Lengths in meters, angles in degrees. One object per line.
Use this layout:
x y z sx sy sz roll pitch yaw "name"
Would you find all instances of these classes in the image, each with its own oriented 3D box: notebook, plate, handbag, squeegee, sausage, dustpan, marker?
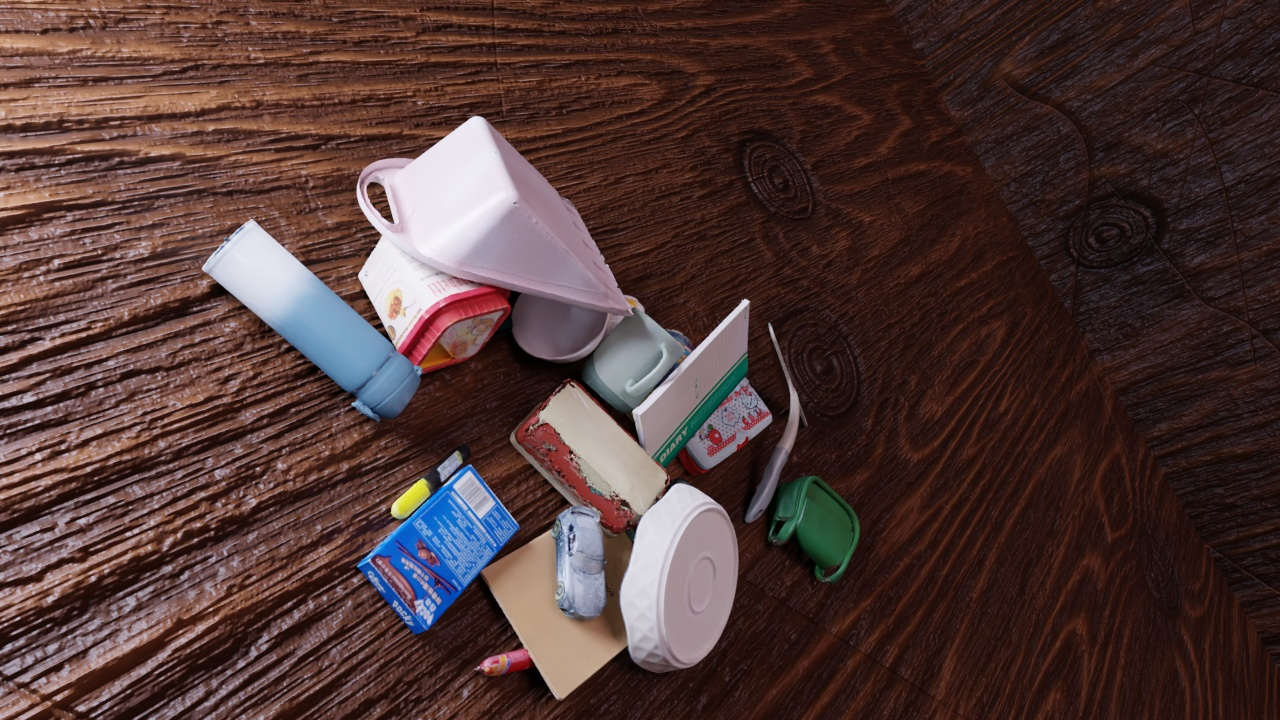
0.068 0.038 1.119 0.012 0.151 0.208 31 61 27 "notebook"
0.051 0.243 1.011 0.204 0.046 0.205 -8 100 -56 "plate"
0.238 0.234 1.284 0.131 0.068 0.119 44 48 -21 "handbag"
0.194 0.118 1.283 0.246 0.039 0.245 61 42 -48 "squeegee"
-0.100 0.291 0.908 0.155 0.020 0.020 2 65 -47 "sausage"
-0.061 0.243 0.969 0.207 0.008 0.148 -21 75 -54 "notebook"
-0.162 -0.141 1.000 0.273 0.139 0.222 44 14 -44 "dustpan"
-0.206 0.118 0.911 0.018 0.015 0.123 54 35 -8 "marker"

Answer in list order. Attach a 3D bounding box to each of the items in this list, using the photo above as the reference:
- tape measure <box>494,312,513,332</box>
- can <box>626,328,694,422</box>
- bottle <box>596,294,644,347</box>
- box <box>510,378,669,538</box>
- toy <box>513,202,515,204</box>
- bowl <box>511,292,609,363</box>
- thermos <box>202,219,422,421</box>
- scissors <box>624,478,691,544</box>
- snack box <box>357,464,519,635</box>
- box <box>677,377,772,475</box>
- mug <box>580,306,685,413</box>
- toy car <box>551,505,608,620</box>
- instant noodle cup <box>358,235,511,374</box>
-0.175 -0.057 1.046 0.058 0.025 0.054 -3 67 -45 "tape measure"
0.025 0.022 1.175 0.075 0.076 0.110 38 42 -24 "can"
-0.028 -0.027 1.160 0.063 0.063 0.108 18 68 -40 "bottle"
-0.051 0.107 1.019 0.168 0.080 0.091 45 40 -6 "box"
-0.189 -0.153 1.076 0.105 0.066 0.156 20 39 20 "toy"
-0.088 -0.040 1.088 0.065 0.118 0.118 66 16 -61 "bowl"
-0.302 -0.032 0.863 0.220 0.070 0.070 45 40 -17 "thermos"
0.046 0.211 1.121 0.174 0.019 0.177 53 38 -5 "scissors"
-0.188 0.177 0.878 0.084 0.026 0.156 53 39 -7 "snack box"
0.112 0.083 1.252 0.200 0.049 0.087 -28 87 -51 "box"
-0.006 0.006 1.074 0.082 0.106 0.112 43 -4 -29 "mug"
-0.061 0.211 0.960 0.054 0.037 0.120 23 46 -33 "toy car"
-0.218 -0.067 0.949 0.124 0.117 0.116 53 37 13 "instant noodle cup"
